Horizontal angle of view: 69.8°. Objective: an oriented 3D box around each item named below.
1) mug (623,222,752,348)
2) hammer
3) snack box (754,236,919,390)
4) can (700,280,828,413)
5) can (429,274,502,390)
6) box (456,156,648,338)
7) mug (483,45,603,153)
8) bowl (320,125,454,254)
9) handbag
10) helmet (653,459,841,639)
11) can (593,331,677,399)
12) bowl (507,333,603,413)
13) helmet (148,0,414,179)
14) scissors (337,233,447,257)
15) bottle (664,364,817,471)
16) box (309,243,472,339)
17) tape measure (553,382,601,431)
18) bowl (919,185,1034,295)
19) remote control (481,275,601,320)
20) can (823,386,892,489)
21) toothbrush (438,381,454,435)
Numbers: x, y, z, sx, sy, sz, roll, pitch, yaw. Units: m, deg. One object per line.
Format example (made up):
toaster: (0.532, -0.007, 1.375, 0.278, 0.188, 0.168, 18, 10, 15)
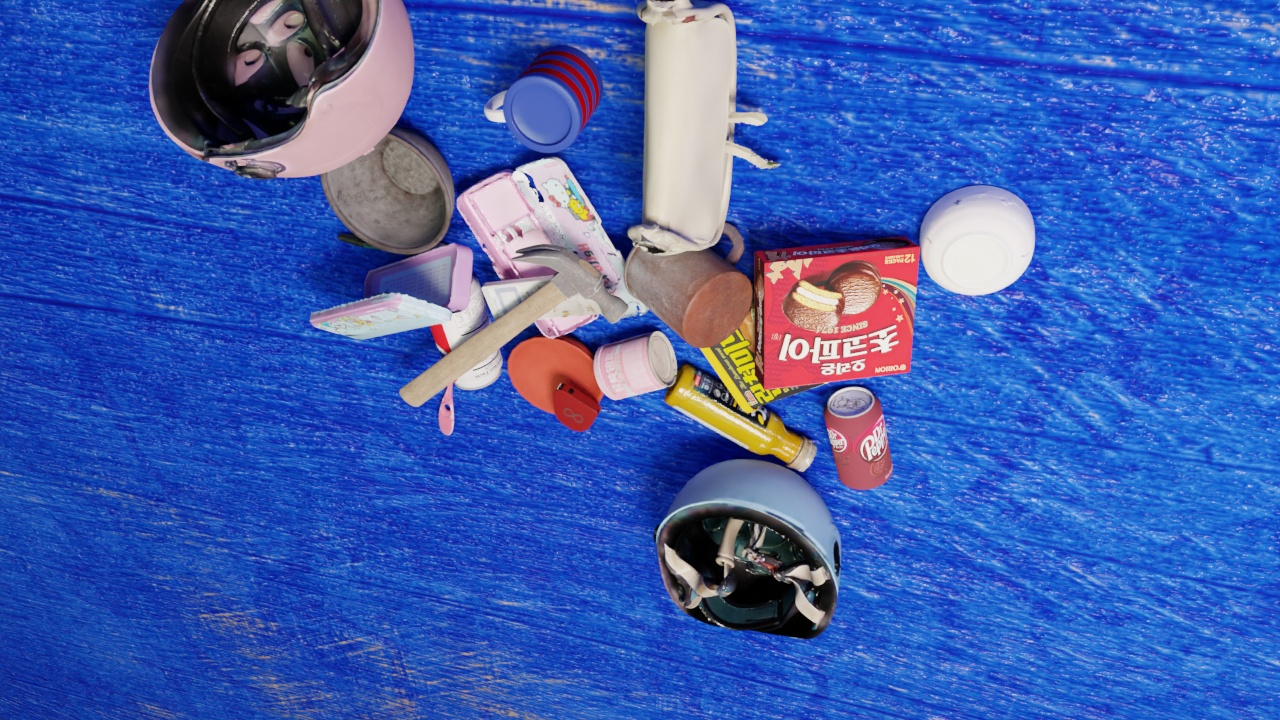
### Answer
mug: (0.060, -0.086, 0.926, 0.123, 0.110, 0.096, -46, 145, 0)
hammer: (-0.166, -0.025, 1.028, 0.332, 0.030, 0.119, -30, 115, 36)
snack box: (0.191, -0.047, 0.907, 0.152, 0.035, 0.133, -7, 115, -7)
can: (0.133, -0.020, 0.986, 0.101, 0.072, 0.131, -21, 119, 29)
can: (-0.211, -0.035, 1.091, 0.070, 0.070, 0.132, 3, 129, 17)
box: (-0.091, -0.121, 0.993, 0.156, 0.058, 0.201, -16, 122, 27)
mug: (-0.099, -0.246, 0.871, 0.112, 0.076, 0.075, -3, 128, 21)
bowl: (-0.257, -0.192, 0.977, 0.145, 0.067, 0.145, 10, 131, 11)
handbag: (0.054, -0.198, 0.802, 0.132, 0.183, 0.229, 6, 114, 11)
helmet: (0.133, 0.214, 1.114, 0.226, 0.166, 0.266, 4, 138, 17)
can: (-0.006, 0.006, 1.058, 0.076, 0.067, 0.067, -15, 123, 28)
bowl: (-0.098, 0.011, 1.114, 0.122, 0.035, 0.122, 10, 131, 11)
helmet: (-0.320, -0.274, 0.852, 0.256, 0.230, 0.152, -17, 166, 18)
scissors: (-0.291, -0.146, 1.060, 0.121, 0.019, 0.150, -28, 117, 34)
bottle: (0.120, 0.071, 1.078, 0.186, 0.053, 0.053, 30, 132, -7)
box: (-0.281, -0.076, 1.008, 0.092, 0.089, 0.215, 10, 169, -41)
tape measure: (-0.081, 0.058, 1.110, 0.059, 0.019, 0.052, 33, 134, -1)
bowl: (0.316, -0.106, 0.863, 0.105, 0.054, 0.105, 9, 132, 10)
remote control: (-0.103, -0.068, 0.995, 0.136, 0.011, 0.050, -4, 128, 19)
can: (0.248, 0.090, 1.043, 0.063, 0.063, 0.114, -5, 127, 22)
toothbrush: (-0.255, 0.056, 1.218, 0.021, 0.016, 0.135, 18, 132, 4)
